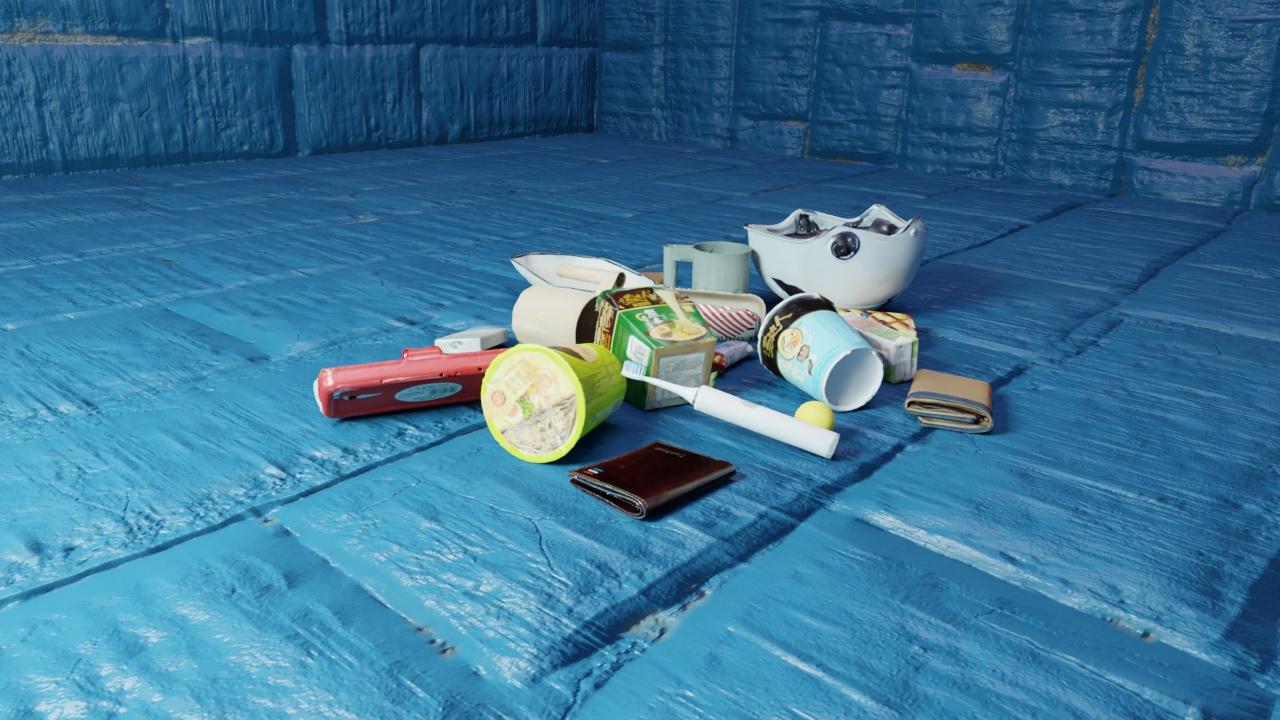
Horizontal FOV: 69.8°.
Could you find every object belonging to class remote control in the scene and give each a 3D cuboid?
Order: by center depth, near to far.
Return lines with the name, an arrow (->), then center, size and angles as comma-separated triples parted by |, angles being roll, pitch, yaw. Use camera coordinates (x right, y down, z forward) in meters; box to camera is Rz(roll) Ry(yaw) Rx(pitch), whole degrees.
remote control -> -0.202, -0.024, 1.112 | 0.056, 0.019, 0.135 | -2, 6, 6

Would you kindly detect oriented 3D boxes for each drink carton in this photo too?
drink carton -> 0.282, -0.017, 1.125 | 0.045, 0.053, 0.122 | -12, 24, -24

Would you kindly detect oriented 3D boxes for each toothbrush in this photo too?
toothbrush -> 0.084, 0.045, 0.894 | 0.221, 0.026, 0.026 | 20, 11, 10

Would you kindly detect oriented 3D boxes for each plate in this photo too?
plate -> -0.085, -0.114, 1.311 | 0.161, 0.034, 0.266 | -3, 18, -27

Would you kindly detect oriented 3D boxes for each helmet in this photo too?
helmet -> 0.282, -0.139, 1.336 | 0.258, 0.146, 0.229 | -7, 15, -7

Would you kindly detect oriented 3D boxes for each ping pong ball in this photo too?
ping pong ball -> 0.173, 0.061, 0.914 | 0.040, 0.040, 0.040 | 2, 19, -1

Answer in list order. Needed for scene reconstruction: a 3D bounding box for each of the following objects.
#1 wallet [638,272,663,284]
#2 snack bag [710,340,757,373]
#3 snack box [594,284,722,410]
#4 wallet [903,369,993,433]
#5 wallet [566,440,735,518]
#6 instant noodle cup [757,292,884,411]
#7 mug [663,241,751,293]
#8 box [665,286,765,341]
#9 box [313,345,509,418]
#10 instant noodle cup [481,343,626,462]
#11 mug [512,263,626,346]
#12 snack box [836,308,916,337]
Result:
wallet -> -0.015, -0.124, 1.460 | 0.115, 0.020, 0.101 | 4, 18, 15
snack bag -> 0.105, -0.008, 1.124 | 0.045, 0.026, 0.105 | 4, 16, 33
snack box -> 0.018, -0.009, 1.009 | 0.117, 0.118, 0.105 | -8, 32, -27
wallet -> 0.337, 0.042, 0.998 | 0.090, 0.033, 0.115 | 11, 20, 17
wallet -> 0.010, 0.102, 0.817 | 0.096, 0.020, 0.122 | 19, 23, 40
instant noodle cup -> 0.206, -0.005, 1.022 | 0.111, 0.111, 0.120 | -6, 27, -20
mug -> 0.093, -0.111, 1.302 | 0.124, 0.103, 0.083 | 1, 20, 2
box -> 0.084, -0.069, 1.221 | 0.162, 0.075, 0.086 | 3, 50, 14
box -> -0.236, 0.022, 0.966 | 0.201, 0.069, 0.158 | -8, -2, -22
instant noodle cup -> -0.075, 0.031, 0.896 | 0.112, 0.112, 0.123 | 10, 13, 23
mug -> -0.087, -0.064, 1.141 | 0.104, 0.124, 0.084 | 13, -21, 33
snack box -> 0.295, -0.043, 1.234 | 0.140, 0.034, 0.086 | 4, 19, 11
